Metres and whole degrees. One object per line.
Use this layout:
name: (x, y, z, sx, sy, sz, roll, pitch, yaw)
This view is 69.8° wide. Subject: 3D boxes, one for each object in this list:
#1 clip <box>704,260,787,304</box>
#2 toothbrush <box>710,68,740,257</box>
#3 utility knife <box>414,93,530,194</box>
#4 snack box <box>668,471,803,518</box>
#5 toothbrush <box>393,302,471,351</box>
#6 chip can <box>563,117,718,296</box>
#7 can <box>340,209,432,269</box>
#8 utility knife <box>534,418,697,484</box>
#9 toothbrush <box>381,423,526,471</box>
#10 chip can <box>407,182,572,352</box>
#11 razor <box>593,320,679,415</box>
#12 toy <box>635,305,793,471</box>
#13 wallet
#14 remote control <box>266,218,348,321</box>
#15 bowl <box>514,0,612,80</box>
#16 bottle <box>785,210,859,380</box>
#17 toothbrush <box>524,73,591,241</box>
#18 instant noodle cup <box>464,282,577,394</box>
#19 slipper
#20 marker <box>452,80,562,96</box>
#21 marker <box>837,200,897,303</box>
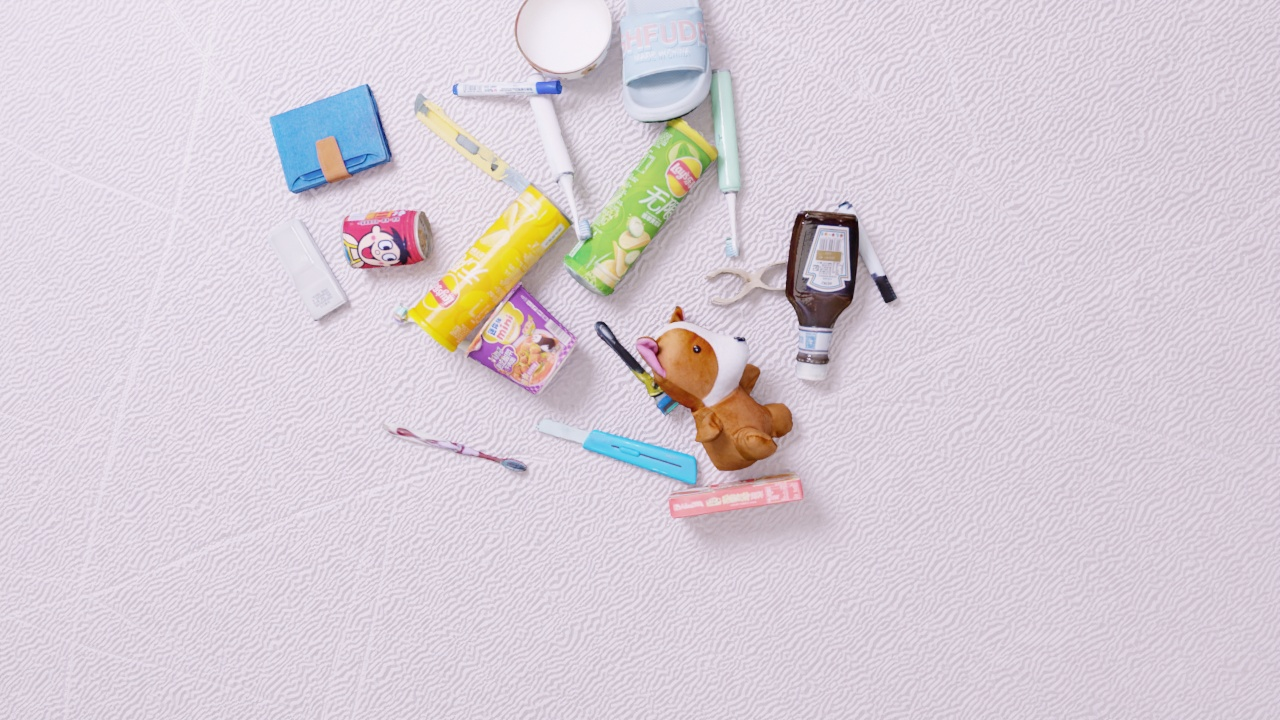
clip: (0.123, -0.105, 1.089, 0.104, 0.034, 0.081, -25, 89, 0)
toothbrush: (0.104, -0.235, 1.092, 0.027, 0.026, 0.224, -5, 91, 36)
utility knife: (-0.203, -0.259, 1.124, 0.195, 0.020, 0.031, 37, 99, -1)
snack box: (0.110, 0.157, 1.072, 0.153, 0.075, 0.025, -9, 89, 5)
toothbrush: (-0.216, -0.017, 1.124, 0.189, 0.020, 0.029, 27, 118, 2)
chip can: (-0.003, -0.177, 1.078, 0.072, 0.072, 0.221, 38, 93, 3)
can: (-0.304, -0.146, 1.105, 0.094, 0.066, 0.066, -5, 90, 4)
utility knife: (-0.029, 0.106, 1.112, 0.207, 0.018, 0.034, 16, 93, 5)
toothbrush: (-0.230, 0.107, 1.127, 0.187, 0.017, 0.016, 16, 91, 3)
chip can: (-0.176, -0.109, 1.082, 0.072, 0.072, 0.213, 43, 88, 3)
razor: (-0.007, 0.006, 1.106, 0.142, 0.022, 0.042, 46, 60, 7)
toy: (0.085, 0.029, 1.049, 0.199, 0.139, 0.131, 49, 117, 3)
wallet: (-0.381, -0.270, 1.125, 0.133, 0.040, 0.106, -17, 85, 5)
remote control: (-0.413, -0.113, 1.136, 0.049, 0.024, 0.125, -31, 89, 5)
bowl: (-0.087, -0.381, 1.084, 0.113, 0.062, 0.113, 0, 84, 4)
bottle: (0.208, -0.075, 1.069, 0.080, 0.044, 0.195, 3, 98, -6)
toothbrush: (-0.097, -0.239, 1.079, 0.026, 0.027, 0.221, -20, 74, 7)
instant noodle cup: (-0.136, -0.019, 1.079, 0.099, 0.111, 0.111, 38, 93, -7)
slipper: (0.026, -0.390, 1.055, 0.104, 0.074, 0.245, -4, 77, 5)
marker: (-0.161, -0.324, 1.095, 0.146, 0.016, 0.017, 6, 91, 23)
marker: (0.268, -0.128, 1.082, 0.018, 0.022, 0.130, -26, 90, 11)
